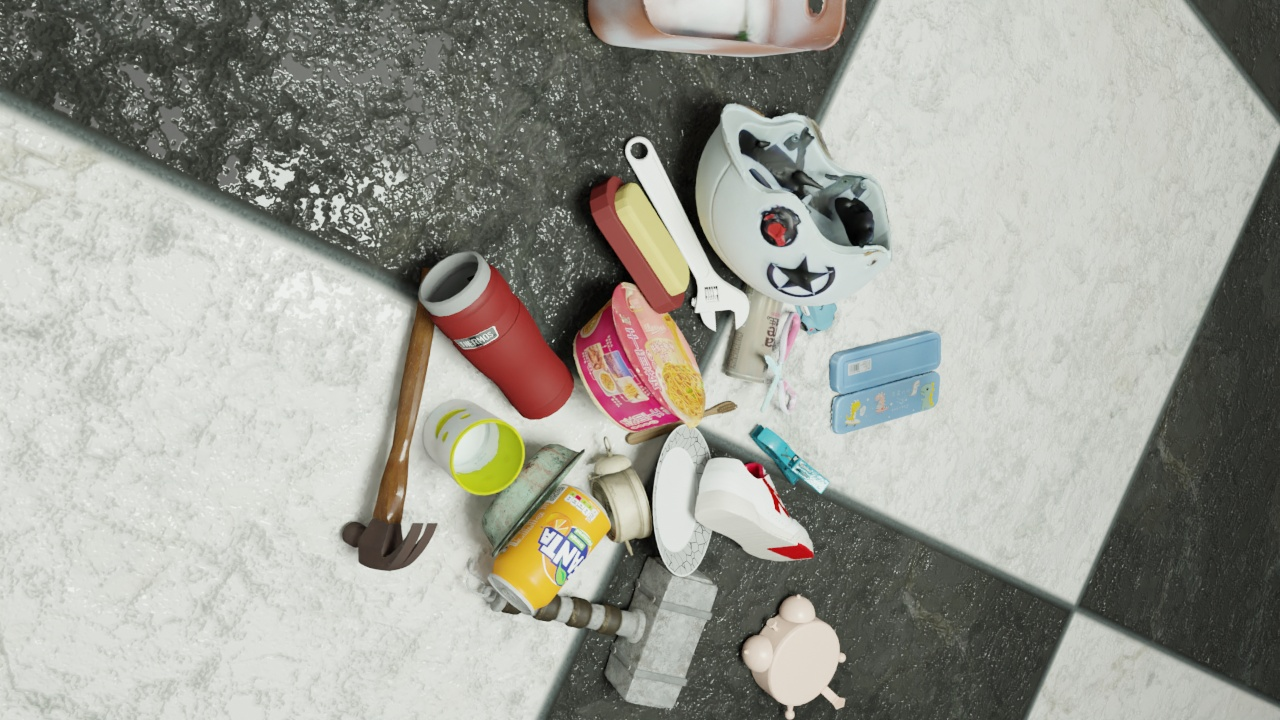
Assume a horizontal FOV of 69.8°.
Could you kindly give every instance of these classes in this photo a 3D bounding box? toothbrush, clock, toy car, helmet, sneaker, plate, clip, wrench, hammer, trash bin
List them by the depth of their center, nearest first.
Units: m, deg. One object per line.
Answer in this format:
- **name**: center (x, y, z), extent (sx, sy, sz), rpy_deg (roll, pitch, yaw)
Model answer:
- **hammer**: center (-0.248, 0.062, 0.976), extent (0.033, 0.115, 0.323), rpy_deg (13, 86, -53)
- **trash bin**: center (0.082, -0.434, 1.008), extent (0.259, 0.157, 0.181), rpy_deg (-6, 104, -27)
- **helmet**: center (0.164, -0.172, 1.096), extent (0.264, 0.236, 0.164), rpy_deg (31, 126, -17)
- **clock**: center (-0.031, 0.160, 1.117), extent (0.054, 0.093, 0.141), rpy_deg (-16, 101, -19)
- **wrench**: center (0.055, -0.150, 1.122), extent (0.066, 0.018, 0.273), rpy_deg (-24, 113, 16)
- **hammer**: center (-0.071, 0.316, 1.140), extent (0.326, 0.079, 0.177), rpy_deg (21, 90, -26)
- **plate**: center (0.051, 0.175, 1.159), extent (0.188, 0.016, 0.188), rpy_deg (7, 82, -63)
- **toothbrush**: center (0.055, 0.080, 1.189), extent (0.166, 0.016, 0.016), rpy_deg (-16, 107, -25)
- **sneaker**: center (0.162, 0.196, 1.241), extent (0.236, 0.091, 0.104), rpy_deg (34, 53, -39)
- **toy car**: center (0.236, -0.086, 1.247), extent (0.060, 0.027, 0.108), rpy_deg (-35, 116, -19)
- **clip**: center (0.195, 0.133, 1.268), extent (0.120, 0.104, 0.027), rpy_deg (45, 74, -22)
- **clock**: center (0.231, 0.434, 1.333), extent (0.131, 0.086, 0.160), rpy_deg (-42, 111, -16)

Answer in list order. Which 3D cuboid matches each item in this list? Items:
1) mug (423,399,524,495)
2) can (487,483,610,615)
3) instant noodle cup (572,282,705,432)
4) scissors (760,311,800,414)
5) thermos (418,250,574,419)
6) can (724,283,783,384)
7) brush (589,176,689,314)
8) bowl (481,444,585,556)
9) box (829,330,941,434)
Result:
- **mug**: center (-0.184, 0.093, 1.002), extent (0.082, 0.106, 0.082), rpy_deg (-6, 103, -29)
- **can**: center (-0.104, 0.217, 1.062), extent (0.142, 0.079, 0.079), rpy_deg (-48, 120, -26)
- **instant noodle cup**: center (-0.006, 0.006, 1.058), extent (0.078, 0.178, 0.178), rpy_deg (-30, 122, 23)
- **scissors**: center (0.188, 0.020, 1.213), extent (0.173, 0.014, 0.170), rpy_deg (73, 32, -41)
- **thermos**: center (-0.151, -0.032, 0.993), extent (0.084, 0.107, 0.198), rpy_deg (-19, 135, 16)
- **can**: center (0.151, -0.041, 1.193), extent (0.054, 0.054, 0.135), rpy_deg (9, 96, -31)
- **brush**: center (0.006, -0.137, 1.070), extent (0.042, 0.082, 0.173), rpy_deg (-22, 120, 24)
- **bowl**: center (-0.128, 0.149, 1.039), extent (0.038, 0.158, 0.157), rpy_deg (41, 78, 3)
- **box**: center (0.365, 0.033, 1.351), extent (0.208, 0.021, 0.125), rpy_deg (-12, 106, -27)
